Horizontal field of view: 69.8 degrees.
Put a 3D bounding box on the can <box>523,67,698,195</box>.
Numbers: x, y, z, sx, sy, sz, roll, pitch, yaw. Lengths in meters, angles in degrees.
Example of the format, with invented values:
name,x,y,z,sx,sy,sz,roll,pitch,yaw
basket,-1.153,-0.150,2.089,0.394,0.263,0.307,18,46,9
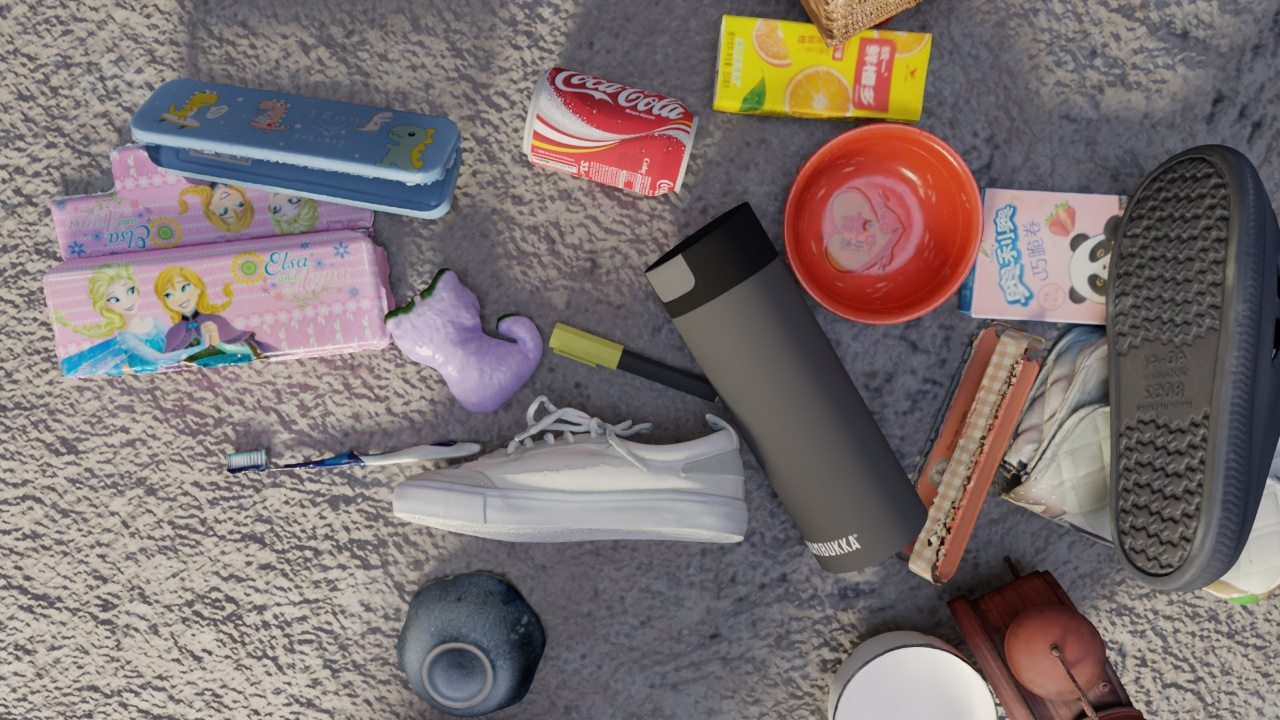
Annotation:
name,x,y,z,sx,sy,sz,roll,pitch,yaw
can,-0.019,-0.148,0.600,0.105,0.064,0.064,15,98,-1

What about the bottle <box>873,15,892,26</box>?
name,x,y,z,sx,sy,sz,roll,pitch,yaw
bottle,0.179,-0.275,0.592,0.036,0.036,0.119,35,97,-4

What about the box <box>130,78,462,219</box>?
name,x,y,z,sx,sy,sz,roll,pitch,yaw
box,-0.222,-0.146,0.593,0.210,0.059,0.068,10,80,2

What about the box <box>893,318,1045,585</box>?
name,x,y,z,sx,sy,sz,roll,pitch,yaw
box,0.227,0.062,0.646,0.056,0.064,0.188,18,97,-38

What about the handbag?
name,x,y,z,sx,sy,sz,roll,pitch,yaw
handbag,0.357,0.070,0.621,0.195,0.072,0.139,23,97,-2

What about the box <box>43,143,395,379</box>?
name,x,y,z,sx,sy,sz,roll,pitch,yaw
box,-0.292,-0.076,0.630,0.230,0.035,0.159,-6,99,1

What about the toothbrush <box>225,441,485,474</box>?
name,x,y,z,sx,sy,sz,roll,pitch,yaw
toothbrush,-0.205,0.068,0.659,0.189,0.016,0.017,-4,88,2

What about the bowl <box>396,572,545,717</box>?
name,x,y,z,sx,sy,sz,roll,pitch,yaw
bowl,-0.126,0.213,0.658,0.110,0.055,0.110,0,99,1

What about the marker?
name,x,y,z,sx,sy,sz,roll,pitch,yaw
marker,-0.004,0.004,0.645,0.124,0.017,0.021,20,131,-3

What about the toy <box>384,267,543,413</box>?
name,x,y,z,sx,sy,sz,roll,pitch,yaw
toy,-0.118,-0.015,0.634,0.080,0.036,0.099,-42,103,-6

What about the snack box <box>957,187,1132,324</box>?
name,x,y,z,sx,sy,sz,roll,pitch,yaw
snack box,0.299,-0.069,0.622,0.154,0.033,0.088,4,98,0

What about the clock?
name,x,y,z,sx,sy,sz,roll,pitch,yaw
clock,0.267,0.204,0.600,0.072,0.157,0.120,-30,97,10

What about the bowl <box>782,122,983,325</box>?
name,x,y,z,sx,sy,sz,roll,pitch,yaw
bowl,0.158,-0.091,0.615,0.130,0.045,0.130,0,98,1

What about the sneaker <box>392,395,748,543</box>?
name,x,y,z,sx,sy,sz,roll,pitch,yaw
sneaker,-0.048,0.075,0.628,0.242,0.089,0.090,-1,72,10

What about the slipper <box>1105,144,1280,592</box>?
name,x,y,z,sx,sy,sz,roll,pitch,yaw
slipper,0.340,0.003,0.536,0.083,0.111,0.268,10,81,-7

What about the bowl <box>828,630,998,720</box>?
name,x,y,z,sx,sy,sz,roll,pitch,yaw
bowl,0.187,0.243,0.653,0.113,0.063,0.113,0,99,0

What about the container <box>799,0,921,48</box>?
name,x,y,z,sx,sy,sz,roll,pitch,yaw
container,0.116,-0.301,0.530,0.113,0.113,0.198,-29,79,9

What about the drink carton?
name,x,y,z,sx,sy,sz,roll,pitch,yaw
drink carton,0.117,-0.189,0.604,0.134,0.043,0.058,5,100,1

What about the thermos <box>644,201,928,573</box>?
name,x,y,z,sx,sy,sz,roll,pitch,yaw
thermos,0.096,0.019,0.613,0.082,0.082,0.240,-31,97,5
